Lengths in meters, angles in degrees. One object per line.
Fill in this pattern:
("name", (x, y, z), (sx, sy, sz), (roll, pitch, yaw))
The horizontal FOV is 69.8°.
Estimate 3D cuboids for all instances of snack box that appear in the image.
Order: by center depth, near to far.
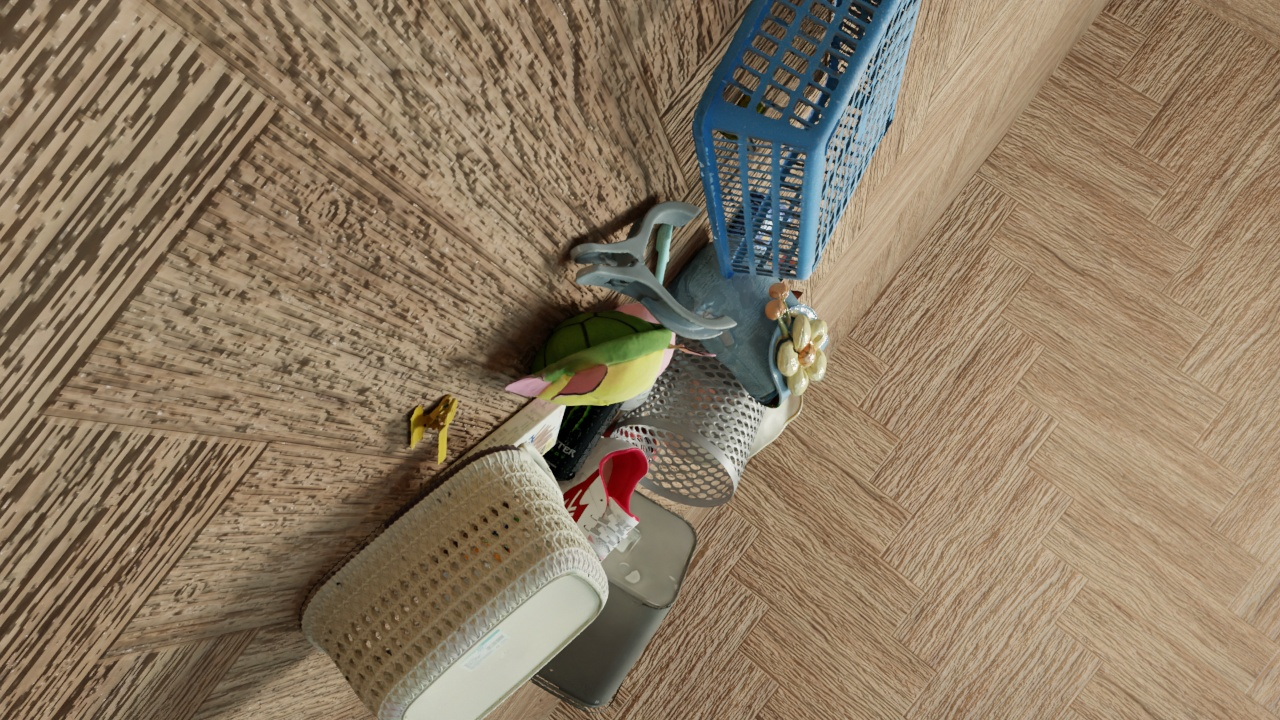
("snack box", (-0.133, 0.094, 0.879), (0.149, 0.026, 0.082), (-40, 161, -37))
("snack box", (0.144, -0.159, 1.117), (0.082, 0.027, 0.150), (-55, 166, 16))

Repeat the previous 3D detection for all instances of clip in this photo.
("clip", (-0.158, 0.049, 0.708), (0.048, 0.046, 0.054), (-10, 148, -18))
("clip", (0.027, -0.055, 0.779), (0.172, 0.164, 0.031), (-31, 178, -44))

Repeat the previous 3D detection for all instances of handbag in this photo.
("handbag", (0.129, -0.045, 1.005), (0.121, 0.192, 0.119), (-46, -164, -18))

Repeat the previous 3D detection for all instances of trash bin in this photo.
("trash bin", (0.071, 0.056, 1.105), (0.157, 0.156, 0.182), (105, 12, -57))
("trash bin", (-0.053, 0.290, 1.172), (0.221, 0.197, 0.196), (-58, -179, 38))

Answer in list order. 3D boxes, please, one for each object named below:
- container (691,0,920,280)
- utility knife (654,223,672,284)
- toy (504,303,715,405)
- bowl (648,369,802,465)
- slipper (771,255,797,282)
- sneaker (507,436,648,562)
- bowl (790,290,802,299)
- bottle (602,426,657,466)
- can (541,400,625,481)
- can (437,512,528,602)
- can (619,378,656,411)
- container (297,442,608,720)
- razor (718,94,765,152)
("container", (0.155, -0.216, 0.795), (0.257, 0.089, 0.362), (-62, 167, -7))
("utility knife", (0.019, -0.093, 0.924), (0.148, 0.015, 0.022), (100, -1, -64))
("toy", (-0.030, -0.003, 0.824), (0.191, 0.087, 0.237), (-17, -176, 30))
("bowl", (0.107, 0.049, 1.245), (0.060, 0.219, 0.188), (66, 21, -45))
("slipper", (0.117, -0.074, 1.173), (0.103, 0.059, 0.249), (-44, 178, -31))
("sneaker", (-0.058, 0.182, 0.986), (0.090, 0.104, 0.235), (56, 45, -33))
("bowl", (0.160, -0.057, 1.164), (0.102, 0.026, 0.114), (-45, 178, -7))
("bottle", (-0.028, 0.116, 1.182), (0.062, 0.062, 0.176), (-54, 165, 7))
("can", (-0.062, 0.064, 0.969), (0.138, 0.054, 0.053), (-57, 165, 17))
("can", (-0.151, 0.217, 1.011), (0.142, 0.079, 0.079), (-33, 156, -52))
("can", (-0.006, 0.006, 0.999), (0.054, 0.055, 0.102), (-37, 159, -45))
("container", (-0.149, 0.201, 0.784), (0.251, 0.143, 0.185), (-40, 145, -9))
("razor", (0.100, -0.214, 0.867), (0.042, 0.026, 0.106), (-56, 169, 5))
